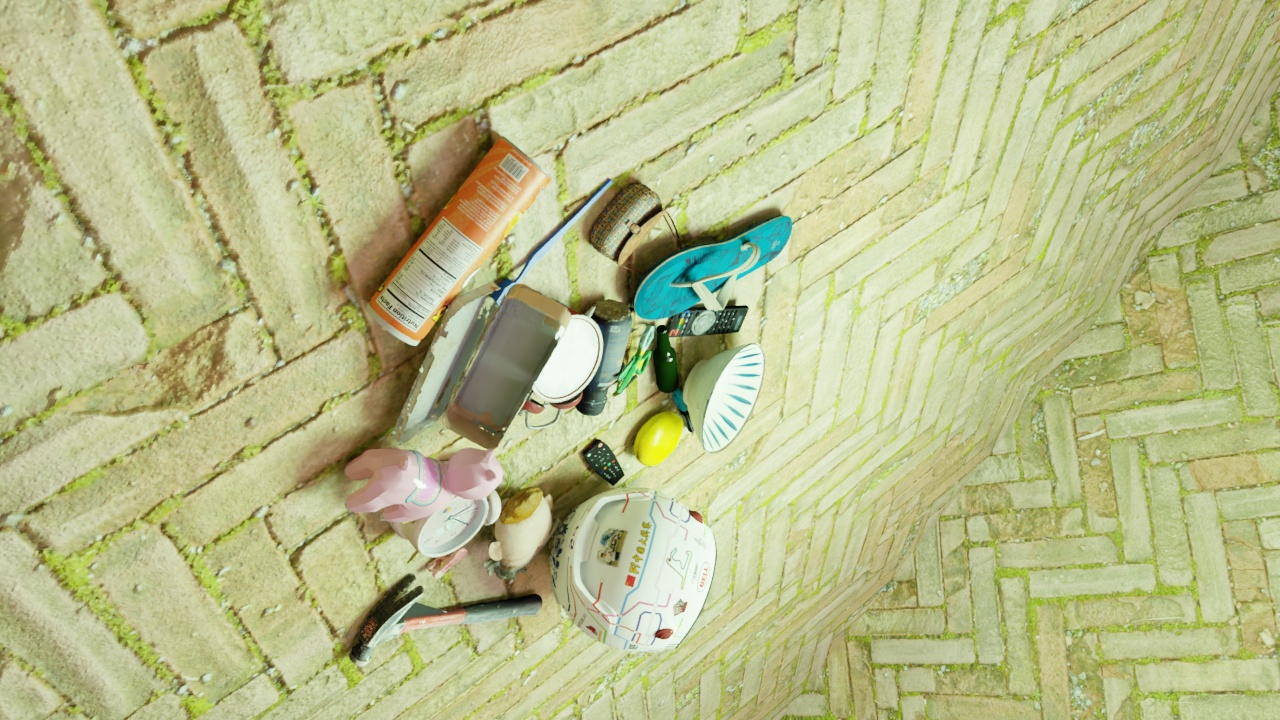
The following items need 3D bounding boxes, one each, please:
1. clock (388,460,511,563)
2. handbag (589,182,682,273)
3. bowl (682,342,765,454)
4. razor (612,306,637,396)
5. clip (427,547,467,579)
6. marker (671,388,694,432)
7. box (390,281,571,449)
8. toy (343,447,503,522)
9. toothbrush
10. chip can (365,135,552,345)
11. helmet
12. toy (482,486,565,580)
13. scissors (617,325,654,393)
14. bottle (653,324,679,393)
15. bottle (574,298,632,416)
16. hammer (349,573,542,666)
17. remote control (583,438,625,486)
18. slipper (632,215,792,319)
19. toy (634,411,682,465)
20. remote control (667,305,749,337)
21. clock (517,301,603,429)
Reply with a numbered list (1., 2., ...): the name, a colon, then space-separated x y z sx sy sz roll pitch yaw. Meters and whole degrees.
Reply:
1. clock: -0.230 0.177 1.136 0.157 0.059 0.117 -29 143 -27
2. handbag: 0.015 -0.136 1.107 0.093 0.043 0.195 -49 151 3
3. bowl: 0.112 0.045 1.361 0.176 0.071 0.178 -39 142 -40
4. razor: -0.018 -0.014 1.210 0.043 0.021 0.144 -44 153 -39
5. clip: -0.263 0.262 1.231 0.059 0.039 0.023 -46 151 -11
6. marker: 0.066 0.079 1.408 0.015 0.018 0.123 -41 147 -13
7. box: -0.173 0.019 0.975 0.218 0.121 0.094 -57 -167 37
8. toy: -0.238 0.131 1.015 0.158 0.067 0.123 -18 153 17
9. toothbrush: -0.097 -0.133 1.008 0.186 0.011 0.016 -48 148 -5
10. chip can: -0.175 -0.114 0.885 0.210 0.062 0.062 -50 147 4
11. helmet: -0.017 0.306 1.360 0.315 0.236 0.230 94 13 -69
12. toy: -0.164 0.222 1.239 0.132 0.076 0.176 -47 160 -35
13. scissors: -0.005 -0.005 1.191 0.131 0.013 0.078 -44 149 -65
14. bottle: 0.034 -0.004 1.271 0.033 0.033 0.123 -34 144 -20
15. bottle: -0.051 -0.001 1.155 0.056 0.056 0.161 -19 138 -37
16. hammer: -0.256 0.362 1.326 0.325 0.036 0.141 11 118 -54
17. remote control: -0.053 0.152 1.356 0.039 0.010 0.125 -42 147 -8
18. slipper: 0.109 -0.112 1.206 0.294 0.060 0.118 -27 154 -34
19. toy: 0.028 0.119 1.387 0.094 0.041 0.096 -40 146 -20
20. remote control: 0.093 -0.057 1.295 0.140 0.021 0.045 -6 128 -40
21. clock: -0.109 0.006 1.084 0.109 0.062 0.157 -8 117 -45
